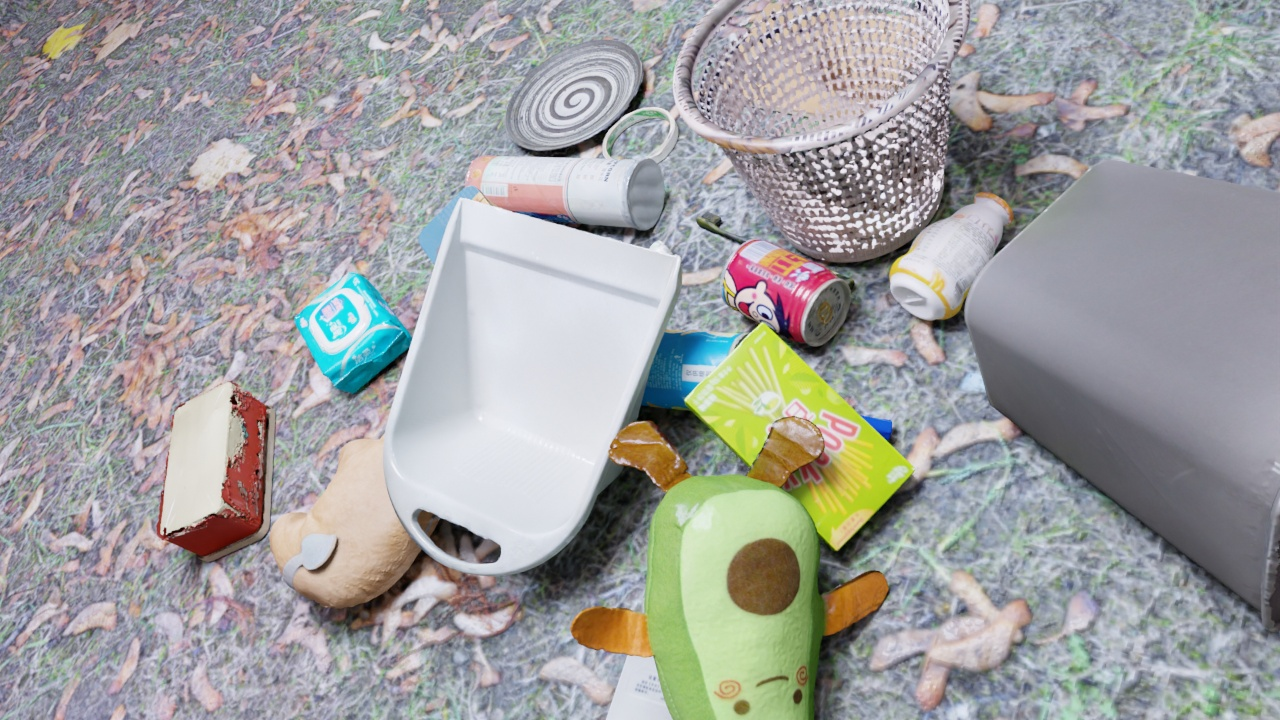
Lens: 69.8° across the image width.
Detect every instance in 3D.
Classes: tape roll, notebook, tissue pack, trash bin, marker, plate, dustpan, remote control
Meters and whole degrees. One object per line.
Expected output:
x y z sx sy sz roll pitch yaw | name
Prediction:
-0.001 -0.241 1.000 0.086 0.014 0.085 -13 53 18 | tape roll
0.185 -0.315 0.960 0.212 0.012 0.149 23 69 36 | notebook
-0.309 -0.030 0.987 0.093 0.050 0.133 -41 50 -5 | tissue pack
0.165 -0.195 0.765 0.228 0.192 0.227 -13 53 18 | trash bin
0.119 0.039 0.704 0.146 0.017 0.016 11 61 4 | marker
-0.077 -0.308 1.081 0.180 0.024 0.179 -12 54 17 | plate
-0.107 0.030 0.736 0.223 0.258 0.142 18 28 24 | dustpan
0.002 0.260 0.647 0.056 0.019 0.134 5 61 29 | remote control
0.341 0.000 0.552 0.198 0.199 0.220 -41 43 -6 | trash bin

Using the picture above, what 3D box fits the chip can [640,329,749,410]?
-0.005 0.005 0.795 0.211 0.071 0.071 5 60 29 | chip can

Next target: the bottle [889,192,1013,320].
0.250 -0.085 0.731 0.108 0.063 0.063 -47 50 -9 | bottle

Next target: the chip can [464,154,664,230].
-0.084 -0.179 0.962 0.215 0.071 0.071 10 63 32 | chip can

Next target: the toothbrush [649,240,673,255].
-0.045 -0.046 0.885 0.189 0.020 0.029 -41 82 -2 | toothbrush

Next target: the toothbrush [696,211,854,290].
0.121 -0.103 0.844 0.017 0.012 0.186 -42 48 -20 | toothbrush

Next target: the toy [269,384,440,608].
-0.233 0.115 0.829 0.143 0.082 0.225 27 70 23 | toy

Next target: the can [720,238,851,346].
0.122 -0.057 0.775 0.094 0.066 0.066 32 76 38 | can

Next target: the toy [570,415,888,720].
0.063 0.156 0.611 0.226 0.090 0.246 -3 78 -12 | toy

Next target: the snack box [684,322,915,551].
0.116 0.056 0.678 0.085 0.026 0.156 -44 81 -6 | snack box

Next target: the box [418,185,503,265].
-0.143 -0.087 0.914 0.090 0.061 0.184 -46 57 7 | box

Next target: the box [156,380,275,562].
-0.435 0.106 0.937 0.091 0.080 0.168 -25 51 11 | box
